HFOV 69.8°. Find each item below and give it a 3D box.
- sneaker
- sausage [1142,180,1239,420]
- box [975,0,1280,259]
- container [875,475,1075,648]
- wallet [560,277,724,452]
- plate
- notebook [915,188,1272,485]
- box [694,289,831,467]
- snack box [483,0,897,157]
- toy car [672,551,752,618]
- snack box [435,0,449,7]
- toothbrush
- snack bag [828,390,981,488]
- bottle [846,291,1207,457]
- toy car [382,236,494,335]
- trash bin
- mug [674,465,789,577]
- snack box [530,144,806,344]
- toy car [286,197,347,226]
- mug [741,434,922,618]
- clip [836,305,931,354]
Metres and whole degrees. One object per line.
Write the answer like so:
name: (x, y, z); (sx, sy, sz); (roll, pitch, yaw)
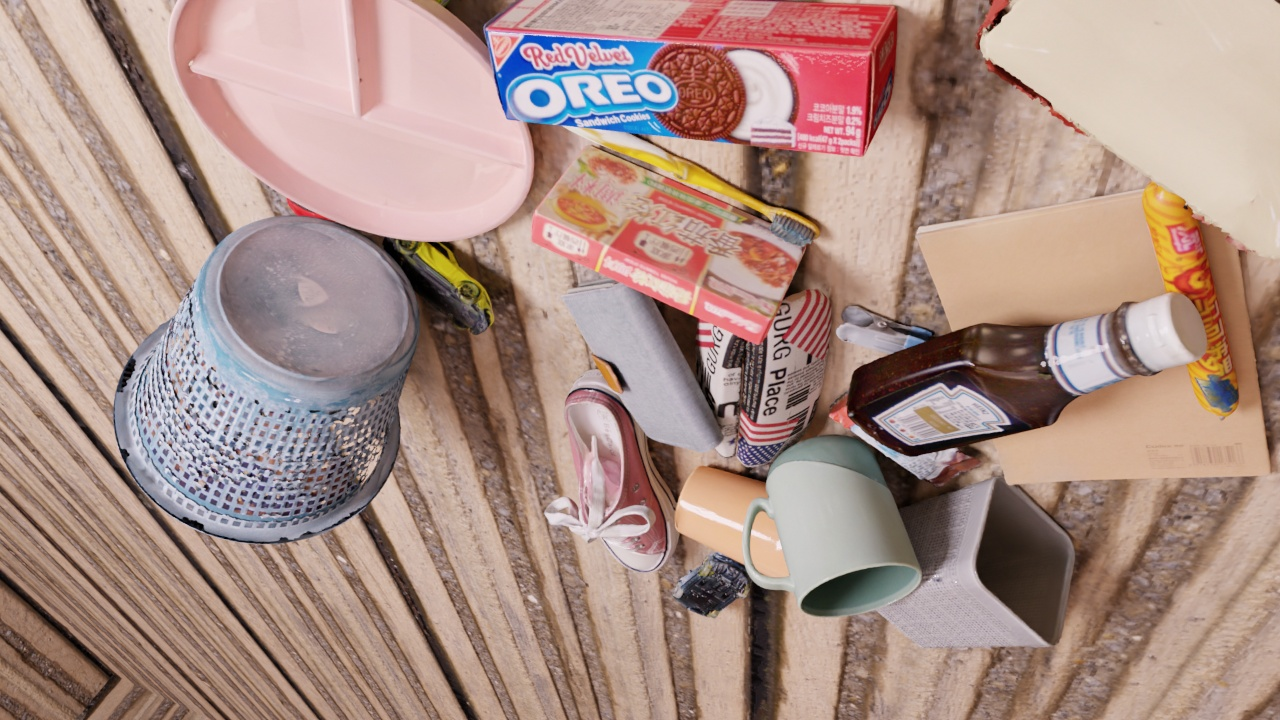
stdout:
sneaker: (-0.026, 0.118, 0.781); (0.118, 0.087, 0.241); (11, 137, 22)
sausage: (0.281, -0.028, 0.465); (0.021, 0.021, 0.165); (-9, 128, 38)
box: (0.226, -0.117, 0.370); (0.168, 0.078, 0.092); (33, 141, -4)
container: (0.229, 0.151, 0.658); (0.090, 0.090, 0.115); (41, 143, -14)
wallet: (-0.004, 0.004, 0.644); (0.130, 0.037, 0.107); (61, 157, -14)
plate: (-0.176, -0.157, 0.580); (0.229, 0.028, 0.230); (9, 149, 5)
notebook: (0.263, -0.002, 0.528); (0.150, 0.012, 0.211); (-7, 129, 36)
box: (0.084, 0.007, 0.629); (0.087, 0.075, 0.163); (-5, 136, -5)
snack box: (0.023, -0.153, 0.477); (0.208, 0.058, 0.057); (12, 136, 21)
toy car: (0.068, 0.212, 0.871); (0.049, 0.031, 0.106); (32, 141, -2)
snack box: (-0.169, -0.220, 0.548); (0.086, 0.026, 0.157); (45, 140, -18)
toothbrush: (0.020, -0.114, 0.552); (0.191, 0.018, 0.016); (26, 140, 4)
snack bag: (0.178, 0.053, 0.630); (0.105, 0.026, 0.045); (34, 136, -6)
bottle: (0.209, 0.009, 0.516); (0.080, 0.044, 0.195); (32, 149, -23)
toy car: (-0.151, -0.063, 0.700); (0.105, 0.032, 0.048); (40, 148, 4)
trash bin: (-0.268, 0.003, 0.704); (0.226, 0.225, 0.196); (37, 138, -9)
mug: (0.094, 0.131, 0.736); (0.123, 0.078, 0.078); (19, 141, 23)
snack box: (0.018, -0.072, 0.553); (0.153, 0.075, 0.026); (25, 142, 6)
toy car: (-0.251, -0.138, 0.687); (0.049, 0.031, 0.106); (17, 142, 17)
mug: (0.123, 0.116, 0.639); (0.112, 0.106, 0.082); (-14, 144, 2)
clip: (0.153, -0.016, 0.578); (0.058, 0.035, 0.025); (18, 143, 9)
